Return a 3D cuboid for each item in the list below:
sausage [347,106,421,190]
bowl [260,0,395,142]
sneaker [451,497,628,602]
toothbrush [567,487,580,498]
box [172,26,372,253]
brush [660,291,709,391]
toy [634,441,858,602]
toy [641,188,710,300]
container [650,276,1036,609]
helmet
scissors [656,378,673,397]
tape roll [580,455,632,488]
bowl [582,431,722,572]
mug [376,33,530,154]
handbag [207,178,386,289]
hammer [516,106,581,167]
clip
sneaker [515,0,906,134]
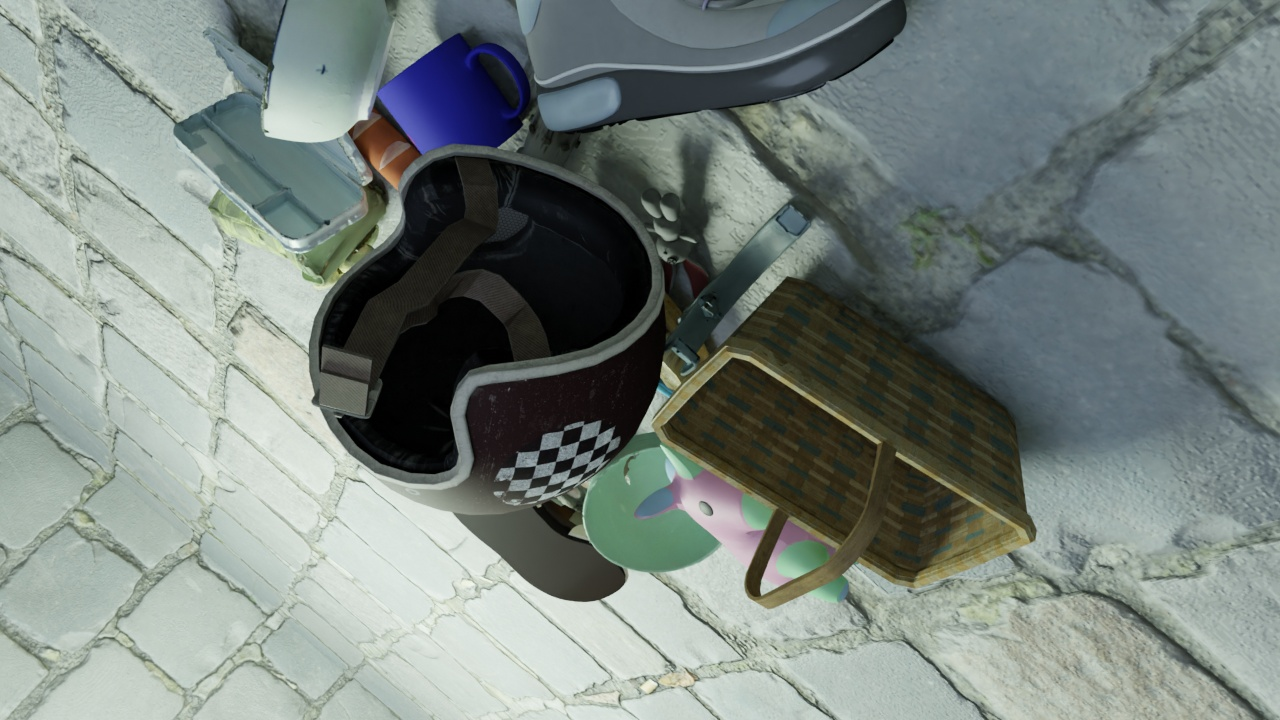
[{"bbox_3d":[-0.225,-0.187,0.832,0.164,0.039,0.044,45,170,-7],"label":"sausage"},{"bbox_3d":[-0.238,-0.238,0.715,0.073,0.153,0.154,16,149,-18],"label":"bowl"},{"bbox_3d":[-0.128,0.184,1.118,0.112,0.116,0.294,-36,122,19],"label":"sneaker"},{"bbox_3d":[-0.140,0.104,1.094,0.181,0.015,0.018,42,151,-2],"label":"toothbrush"},{"bbox_3d":[-0.354,-0.199,0.847,0.211,0.105,0.130,36,160,24],"label":"box"},{"bbox_3d":[0.000,-0.037,0.778,0.195,0.043,0.059,49,161,-21],"label":"brush"},{"bbox_3d":[0.106,0.139,0.818,0.171,0.120,0.222,22,163,30],"label":"toy"},{"bbox_3d":[0.026,-0.091,0.721,0.049,0.030,0.112,18,152,27],"label":"toy"},{"bbox_3d":[0.135,0.083,0.651,0.250,0.185,0.158,32,145,-5],"label":"container"},{"bbox_3d":[-0.098,-0.014,0.590,0.254,0.233,0.233,114,144,-46],"label":"helmet"},{"bbox_3d":[-0.005,0.005,0.853,0.136,0.055,0.015,33,101,21],"label":"scissors"},{"bbox_3d":[-0.055,0.101,1.001,0.094,0.030,0.094,24,142,20],"label":"tape roll"},{"bbox_3d":[0.016,0.129,0.904,0.151,0.077,0.151,-2,119,-5],"label":"bowl"},{"bbox_3d":[-0.136,-0.202,0.711,0.111,0.079,0.083,-23,113,32],"label":"mug"},{"bbox_3d":[-0.344,-0.143,0.941,0.186,0.113,0.117,24,156,25],"label":"handbag"},{"bbox_3d":[-0.118,-0.087,0.770,0.100,0.189,0.326,36,127,5],"label":"hammer"},{"bbox_3d":[0.074,-0.060,0.669,0.031,0.168,0.165,42,103,-4],"label":"clip"},{"bbox_3d":[0.021,-0.229,0.540,0.257,0.092,0.160,0,121,40],"label":"sneaker"}]
